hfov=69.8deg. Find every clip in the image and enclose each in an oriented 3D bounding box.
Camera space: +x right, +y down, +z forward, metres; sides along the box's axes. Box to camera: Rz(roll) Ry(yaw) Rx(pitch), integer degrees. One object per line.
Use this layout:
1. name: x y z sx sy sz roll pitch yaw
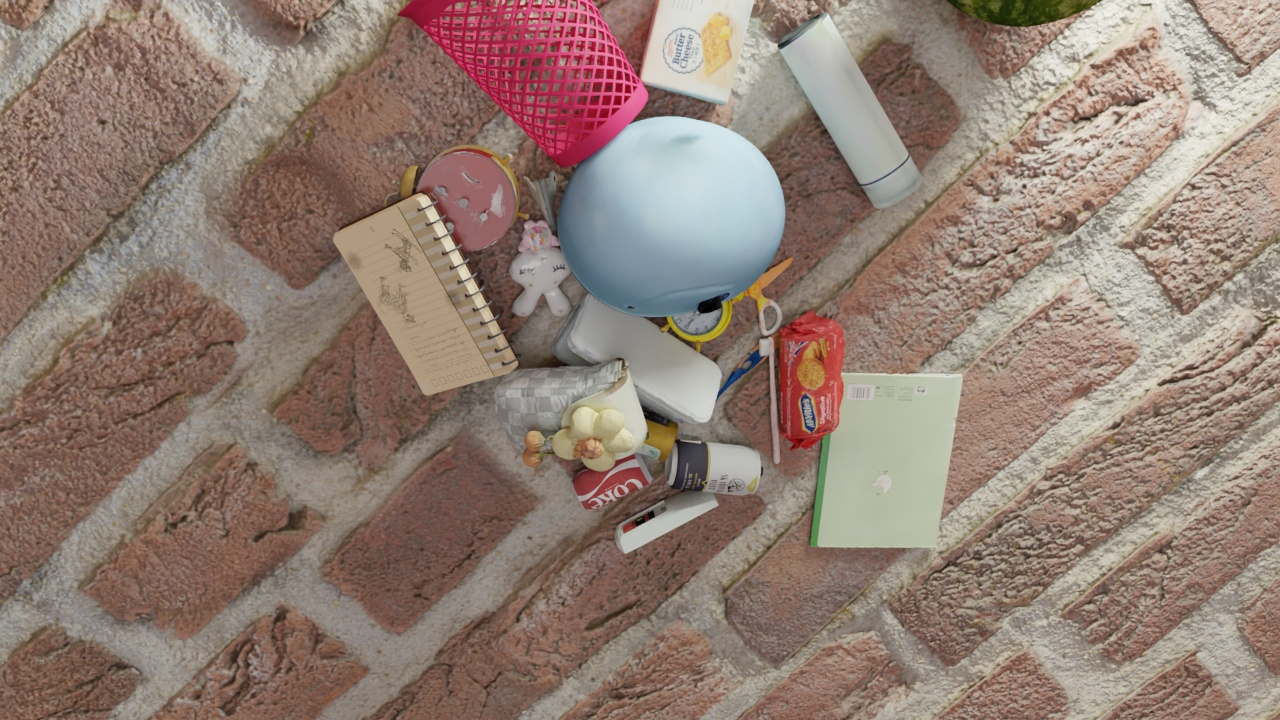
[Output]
1. clip: -0.111 -0.196 1.068 0.038 0.102 0.054 -17 64 -6

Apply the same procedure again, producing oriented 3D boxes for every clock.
1. clock: 0.076 -0.074 1.114 0.083 0.057 0.119 30 97 5
2. clock: -0.213 -0.179 1.045 0.159 0.081 0.117 -15 108 -1

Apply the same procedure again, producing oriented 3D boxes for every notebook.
1. notebook: -0.246 -0.071 1.059 0.168 0.024 0.225 -14 112 35
2. notebook: 0.329 0.138 1.236 0.182 0.010 0.253 1 106 -6

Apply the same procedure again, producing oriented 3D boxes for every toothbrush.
1. toothbrush: 0.168 0.055 1.184 0.018 0.015 0.181 -9 113 -3
2. toothbrush: 0.131 0.012 1.176 0.135 0.017 0.021 -44 110 5

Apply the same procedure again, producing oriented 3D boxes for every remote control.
1. remote control: 0.030 0.203 1.204 0.143 0.049 0.024 -28 108 3

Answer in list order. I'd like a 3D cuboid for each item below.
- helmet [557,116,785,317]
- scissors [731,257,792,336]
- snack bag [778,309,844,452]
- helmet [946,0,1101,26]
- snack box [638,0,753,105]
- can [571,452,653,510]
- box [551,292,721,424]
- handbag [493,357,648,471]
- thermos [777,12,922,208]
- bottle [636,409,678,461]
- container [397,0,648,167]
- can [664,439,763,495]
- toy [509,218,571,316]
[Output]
1. helmet: 0.046 -0.164 1.020 0.265 0.167 0.225 -10 86 -12
2. scissors: 0.144 -0.084 1.148 0.125 0.011 0.129 -38 108 7
3. snack bag: 0.215 0.026 1.156 0.082 0.082 0.176 -6 109 -4
4. helmet: 0.408 -0.459 0.943 0.244 0.246 0.213 -4 88 36
5. snack box: 0.071 -0.401 1.019 0.104 0.057 0.208 12 105 -9
6. can: -0.037 0.152 1.180 0.096 0.054 0.054 -26 108 2
7. box: -0.008 0.006 1.151 0.216 0.110 0.107 34 58 -17
8. handbag: -0.087 0.068 1.057 0.172 0.123 0.113 -4 129 17
9. thermos: 0.246 -0.287 1.068 0.068 0.068 0.230 -34 108 5
10. bottle: -0.047 0.070 1.148 0.186 0.053 0.053 21 104 -3
11. container: -0.109 -0.332 0.971 0.183 0.183 0.226 -39 114 6
12. can: 0.099 0.139 1.184 0.127 0.064 0.064 7 106 -8
13. toy: -0.119 -0.107 1.094 0.076 0.037 0.126 -5 120 -13
